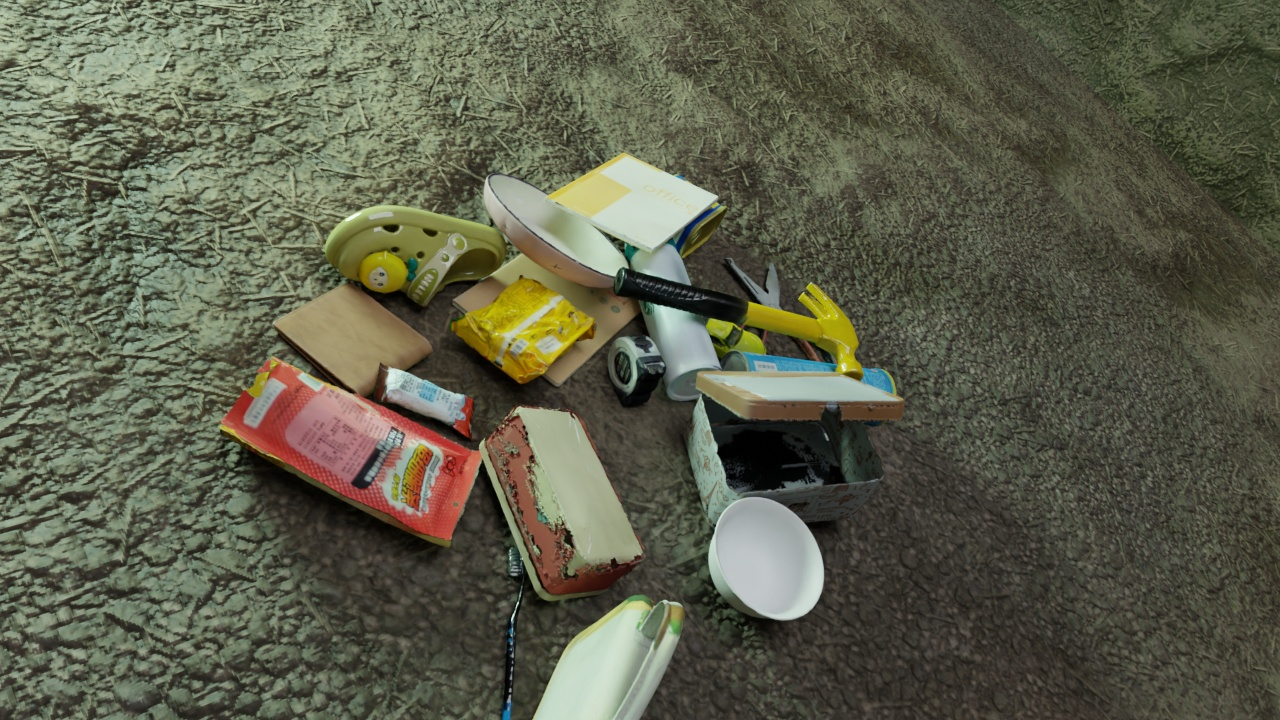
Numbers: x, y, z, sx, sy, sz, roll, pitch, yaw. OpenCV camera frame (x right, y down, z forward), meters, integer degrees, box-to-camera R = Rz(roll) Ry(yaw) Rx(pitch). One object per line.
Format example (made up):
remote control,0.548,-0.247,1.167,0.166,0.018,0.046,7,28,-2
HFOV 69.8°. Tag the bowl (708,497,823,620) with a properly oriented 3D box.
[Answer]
bowl,0.107,0.196,0.868,0.118,0.065,0.118,14,53,-20

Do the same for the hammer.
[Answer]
hammer,0.113,-0.055,1.025,0.300,0.033,0.128,12,47,-21

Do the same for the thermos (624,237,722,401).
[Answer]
thermos,0.031,-0.064,1.057,0.073,0.073,0.224,3,53,-29

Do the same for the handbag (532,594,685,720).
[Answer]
handbag,-0.021,0.251,0.662,0.063,0.179,0.162,34,40,-6

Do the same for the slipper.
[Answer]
slipper,-0.220,-0.102,0.939,0.190,0.092,0.081,0,53,-35

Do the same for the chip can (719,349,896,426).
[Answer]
chip can,0.194,0.034,1.072,0.210,0.071,0.071,7,48,-25

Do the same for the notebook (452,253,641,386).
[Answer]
notebook,-0.093,-0.067,1.040,0.148,0.008,0.207,38,42,6

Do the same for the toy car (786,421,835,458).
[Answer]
toy car,0.208,0.093,1.049,0.091,0.036,0.043,0,54,-20

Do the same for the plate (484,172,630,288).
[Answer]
plate,-0.099,-0.139,1.036,0.192,0.039,0.192,33,19,-13

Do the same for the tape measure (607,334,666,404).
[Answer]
tape measure,-0.006,0.006,0.981,0.033,0.066,0.066,-5,56,-33

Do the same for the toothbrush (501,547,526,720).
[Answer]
toothbrush,-0.107,0.234,0.748,0.016,0.014,0.189,15,46,-17

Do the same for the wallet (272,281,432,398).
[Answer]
wallet,-0.275,-0.021,0.882,0.115,0.020,0.101,39,43,10

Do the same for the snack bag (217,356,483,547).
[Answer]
snack bag,-0.240,0.075,0.784,0.208,0.073,0.128,29,29,-11

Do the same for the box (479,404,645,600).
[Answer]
box,-0.068,0.119,0.816,0.091,0.078,0.168,8,45,-47

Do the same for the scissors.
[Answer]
scissors,0.177,-0.051,1.181,0.189,0.015,0.224,28,43,-5

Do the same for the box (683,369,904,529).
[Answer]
box,0.156,0.062,0.927,0.181,0.167,0.150,-3,54,-17

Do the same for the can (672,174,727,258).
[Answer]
can,0.053,-0.192,1.209,0.083,0.057,0.101,38,42,10

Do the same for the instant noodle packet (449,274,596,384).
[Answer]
instant noodle packet,-0.119,-0.032,0.952,0.111,0.044,0.128,33,38,11

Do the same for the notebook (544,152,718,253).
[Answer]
notebook,-0.005,-0.196,1.119,0.146,0.010,0.205,28,35,13

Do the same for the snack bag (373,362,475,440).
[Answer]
snack bag,-0.200,0.038,0.860,0.104,0.026,0.048,23,41,-24

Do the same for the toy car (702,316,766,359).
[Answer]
toy car,0.101,-0.027,1.089,0.105,0.032,0.048,27,51,5
